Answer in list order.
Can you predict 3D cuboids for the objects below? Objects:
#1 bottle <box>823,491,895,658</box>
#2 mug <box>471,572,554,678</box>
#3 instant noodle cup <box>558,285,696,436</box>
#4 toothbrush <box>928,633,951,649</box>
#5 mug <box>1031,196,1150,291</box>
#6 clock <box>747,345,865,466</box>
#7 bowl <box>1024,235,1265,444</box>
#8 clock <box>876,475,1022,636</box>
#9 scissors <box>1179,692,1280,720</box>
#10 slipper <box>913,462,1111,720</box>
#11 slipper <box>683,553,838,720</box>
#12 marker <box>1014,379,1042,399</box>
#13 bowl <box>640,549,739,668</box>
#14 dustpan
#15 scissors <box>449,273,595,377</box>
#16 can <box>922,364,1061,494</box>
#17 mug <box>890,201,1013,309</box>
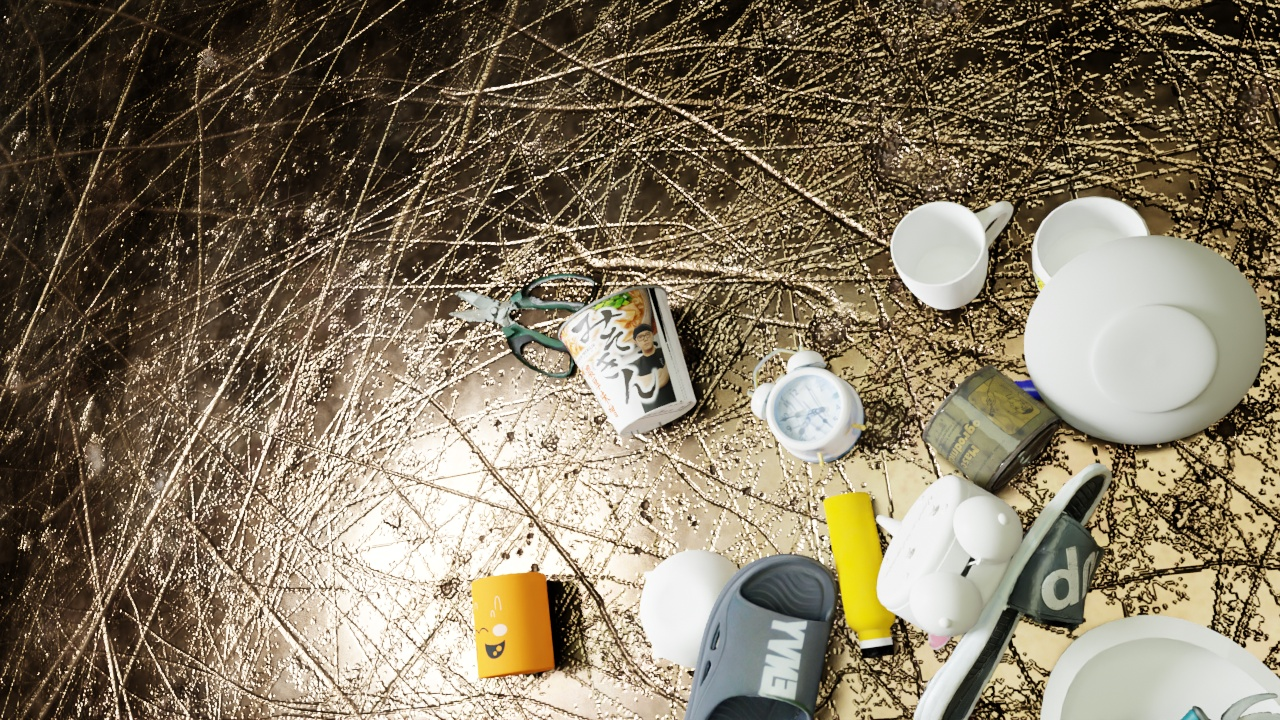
[{"bbox_3d":[0.201,0.194,0.833,0.043,0.043,0.143,-15,69,20],"label":"bottle"},{"bbox_3d":[-0.142,0.279,0.960,0.113,0.077,0.095,-32,60,48],"label":"mug"},{"bbox_3d":[-0.006,0.006,0.950,0.124,0.123,0.121,-28,74,16],"label":"instant noodle cup"},{"bbox_3d":[0.287,0.193,0.808,0.022,0.016,0.135,26,87,31],"label":"toothbrush"},{"bbox_3d":[0.402,-0.083,0.804,0.094,0.068,0.115,-41,63,9],"label":"mug"},{"bbox_3d":[0.159,0.041,0.894,0.089,0.052,0.125,-45,59,9],"label":"clock"},{"bbox_3d":[0.406,-0.009,0.737,0.177,0.066,0.177,5,108,16],"label":"bowl"},{"bbox_3d":[0.244,0.156,0.755,0.073,0.161,0.125,30,89,4],"label":"clock"},{"bbox_3d":[0.395,0.293,0.679,0.126,0.019,0.154,17,90,19],"label":"scissors"},{"bbox_3d":[0.316,0.206,0.739,0.063,0.111,0.264,37,95,38],"label":"slipper"},{"bbox_3d":[0.097,0.300,0.810,0.110,0.083,0.268,20,88,0],"label":"slipper"},{"bbox_3d":[0.403,0.022,0.800,0.142,0.020,0.020,-5,73,24],"label":"marker"},{"bbox_3d":[0.047,0.239,0.887,0.115,0.050,0.114,-7,72,23],"label":"bowl"},{"bbox_3d":[0.414,0.323,0.689,0.192,0.053,0.257,-24,66,17],"label":"dustpan"},{"bbox_3d":[-0.139,-0.071,1.085,0.210,0.015,0.137,26,91,27],"label":"scissors"},{"bbox_3d":[0.305,0.061,0.796,0.090,0.090,0.074,-48,62,6],"label":"can"},{"bbox_3d":[0.294,-0.102,0.849,0.114,0.087,0.081,-36,63,12],"label":"mug"}]
